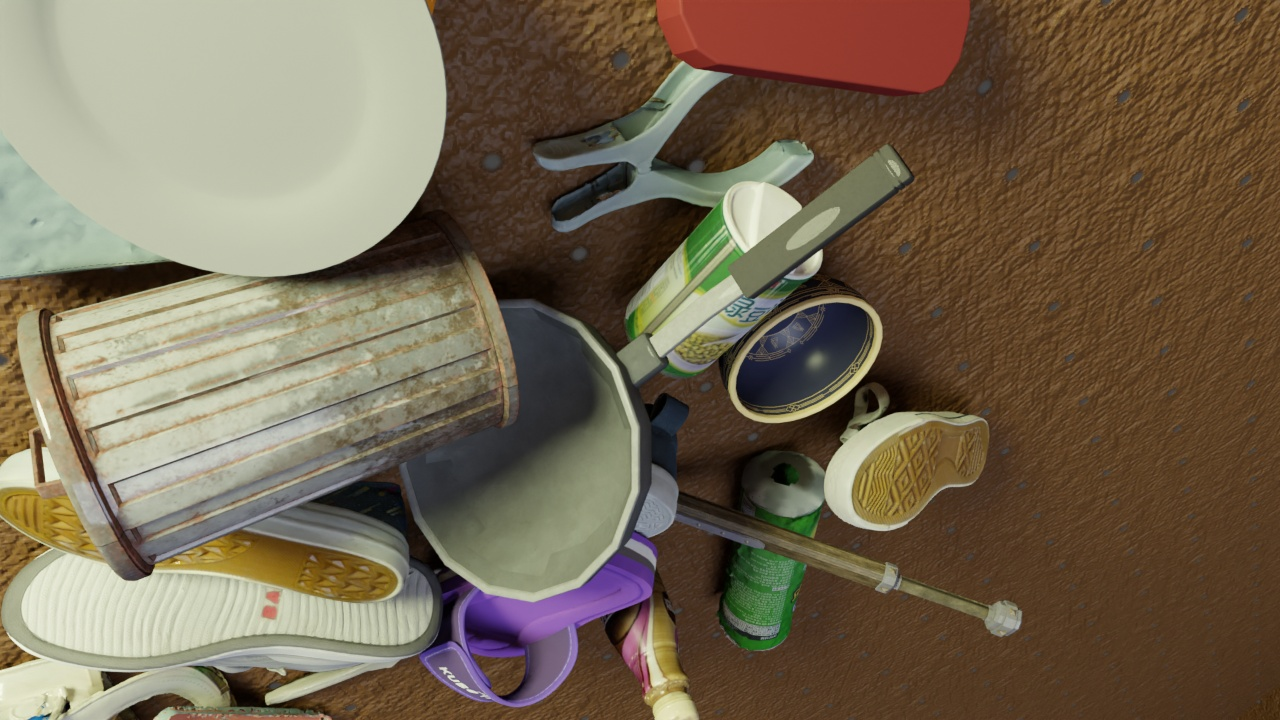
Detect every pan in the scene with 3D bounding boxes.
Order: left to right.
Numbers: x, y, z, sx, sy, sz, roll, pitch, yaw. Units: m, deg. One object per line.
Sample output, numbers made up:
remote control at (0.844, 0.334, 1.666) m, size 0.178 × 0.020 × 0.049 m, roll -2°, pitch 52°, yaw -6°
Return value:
pan at (-0.003, 0.003, 0.513) m, size 0.358 × 0.178 × 0.041 m, roll -37°, pitch 164°, yaw 26°

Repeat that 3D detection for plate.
plate at (-0.163, -0.111, 0.349) m, size 0.178 × 0.012 × 0.179 m, roll 0°, pitch 127°, yaw 0°

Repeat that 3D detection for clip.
clip at (0.029, -0.105, 0.539) m, size 0.171 × 0.029 × 0.141 m, roll -26°, pitch 137°, yaw 0°

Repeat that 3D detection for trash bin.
trash bin at (-0.182, 0.012, 0.453) m, size 0.210 × 0.131 × 0.131 m, roll -21°, pitch 139°, yaw -22°

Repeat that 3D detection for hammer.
hammer at (0.139, 0.154, 0.718) m, size 0.317 × 0.028 × 0.147 m, roll 19°, pitch 147°, yaw 5°

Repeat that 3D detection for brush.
brush at (0.086, -0.182, 0.461) m, size 0.173 × 0.042 × 0.082 m, roll -1°, pitch 101°, yaw -25°

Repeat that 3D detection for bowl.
bowl at (0.102, -0.018, 0.634) m, size 0.112 × 0.061 × 0.113 m, roll -14°, pitch 136°, yaw -14°

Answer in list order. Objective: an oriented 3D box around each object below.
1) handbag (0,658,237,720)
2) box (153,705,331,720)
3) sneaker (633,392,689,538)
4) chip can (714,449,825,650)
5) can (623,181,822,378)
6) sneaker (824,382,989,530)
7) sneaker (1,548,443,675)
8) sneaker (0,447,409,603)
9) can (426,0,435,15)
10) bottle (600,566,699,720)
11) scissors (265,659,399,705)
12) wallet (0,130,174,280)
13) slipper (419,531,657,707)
handbag at (-0.407, 0.299, 0.686) m, size 0.199 × 0.093 × 0.201 m, roll -21°, pitch 138°, yaw -19°
box at (-0.315, 0.317, 0.734) m, size 0.043 × 0.083 × 0.187 m, roll -25°, pitch 154°, yaw 13°
sneaker at (-0.054, 0.092, 0.652) m, size 0.089 × 0.087 × 0.236 m, roll 32°, pitch 139°, yaw -28°
chip can at (0.114, 0.174, 0.824) m, size 0.075 × 0.075 × 0.224 m, roll -12°, pitch 136°, yaw -15°
can at (0.047, -0.046, 0.553) m, size 0.067 × 0.067 × 0.121 m, roll 7°, pitch 146°, yaw -31°
sneaker at (0.206, 0.077, 0.762) m, size 0.240 × 0.088 × 0.118 m, roll -4°, pitch 103°, yaw -49°
sneaker at (-0.276, 0.173, 0.628) m, size 0.262 × 0.096 × 0.129 m, roll 8°, pitch 149°, yaw -21°
sneaker at (-0.252, 0.082, 0.554) m, size 0.235 × 0.079 × 0.088 m, roll 15°, pitch 134°, yaw -14°
can at (-0.136, -0.130, 0.394) m, size 0.079 × 0.079 × 0.143 m, roll 4°, pitch 130°, yaw -29°
bottle at (0.003, 0.221, 0.745) m, size 0.059 × 0.166 × 0.060 m, roll -14°, pitch 137°, yaw -14°
scissors at (-0.229, 0.241, 0.765) m, size 0.179 × 0.015 × 0.193 m, roll -38°, pitch 137°, yaw 10°
wallet at (-0.265, -0.083, 0.399) m, size 0.131 × 0.054 × 0.101 m, roll -6°, pitch 142°, yaw -24°
slipper at (-0.090, 0.197, 0.654) m, size 0.107 × 0.083 × 0.267 m, roll 28°, pitch 141°, yaw -23°
